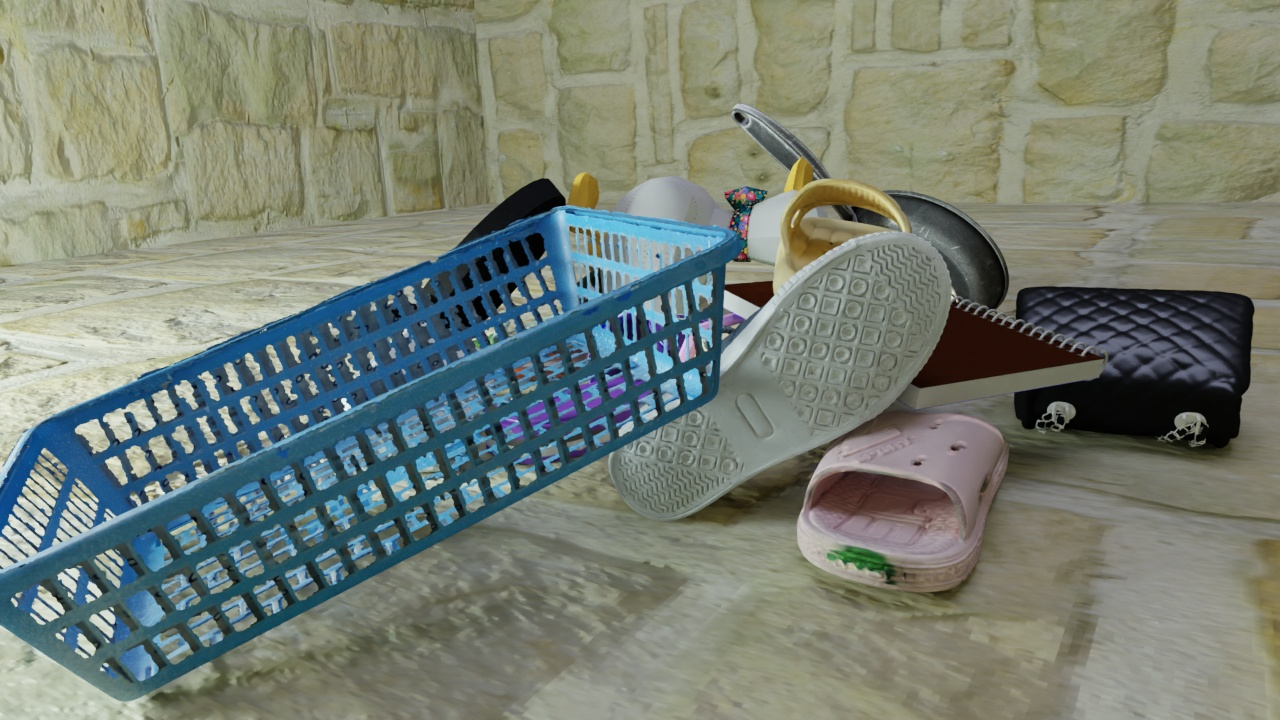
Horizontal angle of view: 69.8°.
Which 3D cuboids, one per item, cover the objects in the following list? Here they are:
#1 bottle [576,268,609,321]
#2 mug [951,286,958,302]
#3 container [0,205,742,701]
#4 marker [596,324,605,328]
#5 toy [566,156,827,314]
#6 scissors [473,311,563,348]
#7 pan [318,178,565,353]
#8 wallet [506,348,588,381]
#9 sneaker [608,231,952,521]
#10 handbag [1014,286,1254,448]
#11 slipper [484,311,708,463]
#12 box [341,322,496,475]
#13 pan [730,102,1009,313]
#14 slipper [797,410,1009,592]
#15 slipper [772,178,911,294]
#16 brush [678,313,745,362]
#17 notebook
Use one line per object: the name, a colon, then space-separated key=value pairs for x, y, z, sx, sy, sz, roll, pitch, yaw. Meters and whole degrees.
bottle: x=-0.046 y=-0.066 z=1.061 sx=0.071 sy=0.071 sz=0.206 roll=-1 pitch=14 yaw=8
mug: x=0.227 y=-0.041 z=0.851 sx=0.120 sy=0.096 sz=0.099 roll=6 pitch=5 yaw=10
container: x=-0.141 y=0.026 z=0.502 sx=0.361 sy=0.089 sz=0.257 roll=-26 pitch=22 yaw=-19
marker: x=-0.020 y=-0.011 z=0.885 sx=0.027 sy=0.023 sz=0.133 roll=15 pitch=13 yaw=-29
toy: x=0.054 y=-0.117 z=0.949 sx=0.268 sy=0.246 sz=0.141 roll=13 pitch=-25 yaw=22
scissors: x=-0.149 y=-0.019 z=0.913 sx=0.159 sy=0.025 sz=0.172 roll=-11 pitch=-8 yaw=-14
pan: x=-0.181 y=-0.065 z=0.884 sx=0.034 sy=0.226 sz=0.355 roll=42 pitch=32 yaw=1
wallet: x=-0.103 y=0.004 z=0.893 sx=0.123 sy=0.019 sz=0.072 roll=-2 pitch=14 yaw=1
sneaker: x=0.077 y=0.010 z=0.549 sx=0.236 sy=0.089 sz=0.087 roll=-36 pitch=6 yaw=15
handbag: x=0.347 y=0.020 z=0.664 sx=0.154 sy=0.115 sz=0.124 roll=7 pitch=40 yaw=24
slipper: x=-0.004 y=0.005 z=0.737 sx=0.265 sy=0.084 sz=0.107 roll=-14 pitch=18 yaw=-39
box: x=-0.166 y=0.019 z=0.723 sx=0.122 sy=0.083 sz=0.215 roll=-7 pitch=14 yaw=-2
pan: x=0.233 y=-0.156 z=0.990 sx=0.055 sy=0.357 sz=0.188 roll=-51 pitch=-4 yaw=-23
slipper: x=0.159 y=0.059 z=0.531 sx=0.094 sy=0.064 sz=0.238 roll=5 pitch=14 yaw=30
slipper: x=0.157 y=-0.091 z=0.678 sx=0.111 sy=0.079 sz=0.260 roll=11 pitch=23 yaw=11
brush: x=0.141 y=0.003 z=0.708 sx=0.228 sy=0.089 sz=0.043 roll=-7 pitch=19 yaw=-18
notebook: x=0.180 y=-0.023 z=0.639 sx=0.171 sy=0.022 sz=0.209 roll=-7 pitch=23 yaw=-28
